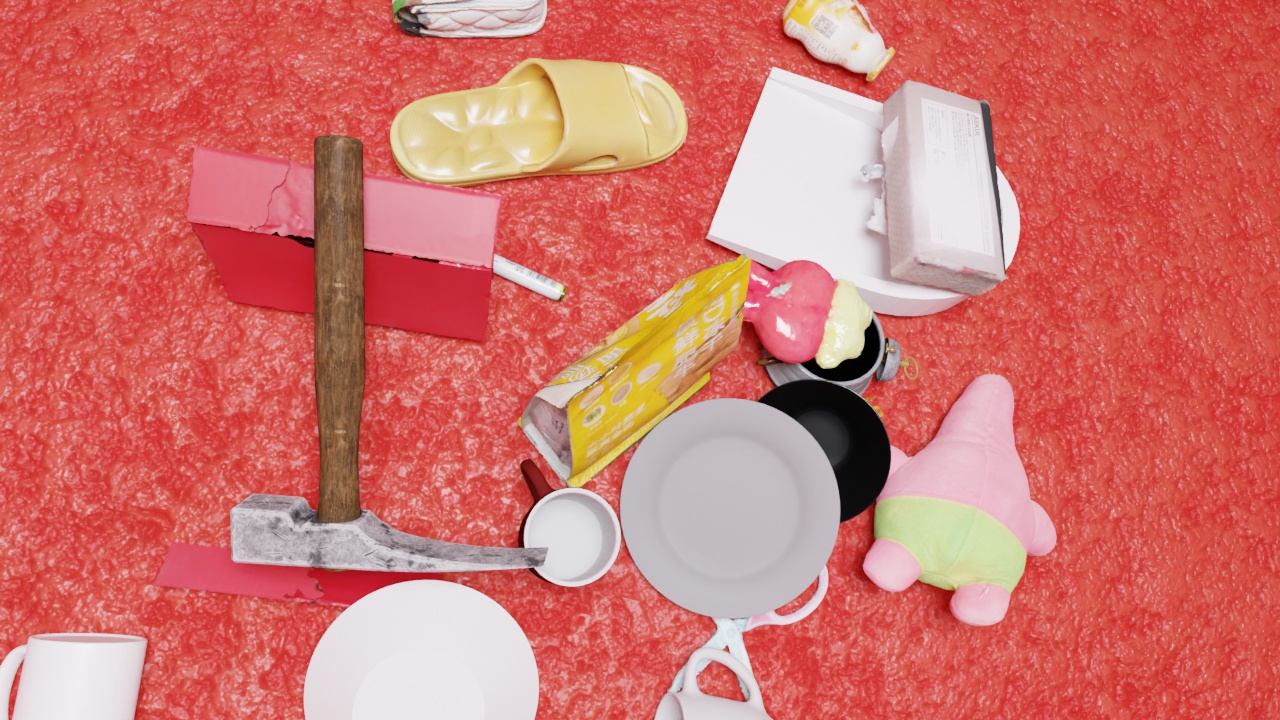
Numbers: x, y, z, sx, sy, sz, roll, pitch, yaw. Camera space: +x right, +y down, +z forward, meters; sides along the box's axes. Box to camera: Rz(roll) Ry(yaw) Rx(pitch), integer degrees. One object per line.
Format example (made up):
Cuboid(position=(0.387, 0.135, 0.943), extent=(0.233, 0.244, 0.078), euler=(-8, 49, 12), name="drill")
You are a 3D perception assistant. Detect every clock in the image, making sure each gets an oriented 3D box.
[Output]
Cuboid(position=(0.175, -0.009, 0.805), extent=(0.148, 0.056, 0.103), euler=(14, 67, -2), name="clock")

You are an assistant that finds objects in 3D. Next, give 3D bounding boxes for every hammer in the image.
Cuboid(position=(-0.168, 0.002, 0.628), extent=(0.218, 0.037, 0.301), euler=(3, 100, 0), name="hammer")

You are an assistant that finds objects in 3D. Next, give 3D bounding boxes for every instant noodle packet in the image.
Cuboid(position=(-0.004, 0.004, 0.686), extent=(0.162, 0.222, 0.084), euler=(-37, 83, -17), name="instant noodle packet")

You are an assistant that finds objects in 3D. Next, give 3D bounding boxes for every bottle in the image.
Cuboid(position=(0.188, -0.311, 0.868), extent=(0.108, 0.063, 0.063), euler=(39, 74, -1), name="bottle")

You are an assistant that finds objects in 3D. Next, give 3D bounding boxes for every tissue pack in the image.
Cuboid(position=(0.252, -0.148, 0.798), extent=(0.103, 0.071, 0.181), euler=(8, 71, -16), name="tissue pack")

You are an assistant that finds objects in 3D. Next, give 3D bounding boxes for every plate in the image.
Cuboid(position=(-0.162, 0.253, 0.678), extent=(0.174, 0.036, 0.174), euler=(0, 92, -8), name="plate")
Cuboid(position=(0.073, 0.120, 0.752), extent=(0.178, 0.012, 0.178), euler=(0, 88, 4), name="plate")

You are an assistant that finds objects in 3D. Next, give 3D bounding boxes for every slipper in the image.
Cuboid(position=(-0.084, -0.211, 0.792), extent=(0.263, 0.078, 0.099), euler=(-13, 79, -12), name="slipper")

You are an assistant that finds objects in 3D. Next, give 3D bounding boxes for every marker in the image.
Cuboid(position=(-0.132, -0.086, 0.787), extent=(0.146, 0.017, 0.017), euler=(24, 75, -4), name="marker")

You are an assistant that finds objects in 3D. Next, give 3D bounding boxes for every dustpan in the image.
Cuboid(position=(0.214, -0.148, 0.834), extent=(0.257, 0.053, 0.191), euler=(24, 70, -6), name="dustpan")

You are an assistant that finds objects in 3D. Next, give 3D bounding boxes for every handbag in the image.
Cuboid(position=(-0.155, -0.389, 0.819), extent=(0.138, 0.072, 0.194), euler=(-4, 79, -10), name="handbag")

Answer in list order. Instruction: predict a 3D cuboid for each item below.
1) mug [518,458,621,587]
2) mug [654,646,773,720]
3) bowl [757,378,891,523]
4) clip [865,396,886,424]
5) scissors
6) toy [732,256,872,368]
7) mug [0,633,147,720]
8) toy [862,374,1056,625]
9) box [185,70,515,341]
Cuboid(position=(-0.066, 0.125, 0.720), extent=(0.073, 0.083, 0.105), euler=(-30, 85, -15), name="mug")
Cuboid(position=(0.065, 0.282, 0.718), extent=(0.089, 0.071, 0.107), euler=(12, 72, -16), name="mug")
Cuboid(position=(0.148, 0.072, 0.775), extent=(0.124, 0.052, 0.124), euler=(3, 100, 17), name="bowl")
Cuboid(position=(0.193, 0.052, 0.804), extent=(0.046, 0.054, 0.048), euler=(32, 49, -24), name="clip")
Cuboid(position=(0.086, 0.207, 0.766), extent=(0.175, 0.013, 0.170), euler=(-17, 81, -13), name="scissors")
Cuboid(position=(0.126, -0.041, 0.757), extent=(0.135, 0.045, 0.091), euler=(16, 70, -4), name="toy")
Cuboid(position=(-0.411, 0.241, 0.646), extent=(0.111, 0.074, 0.090), euler=(0, 77, 16), name="mug")
Cuboid(position=(0.273, 0.110, 0.785), extent=(0.192, 0.097, 0.236), euler=(25, 61, 4), name="toy")
Cuboid(position=(-0.197, -0.194, 0.680), extent=(0.213, 0.148, 0.375), euler=(8, 102, -7), name="box")
